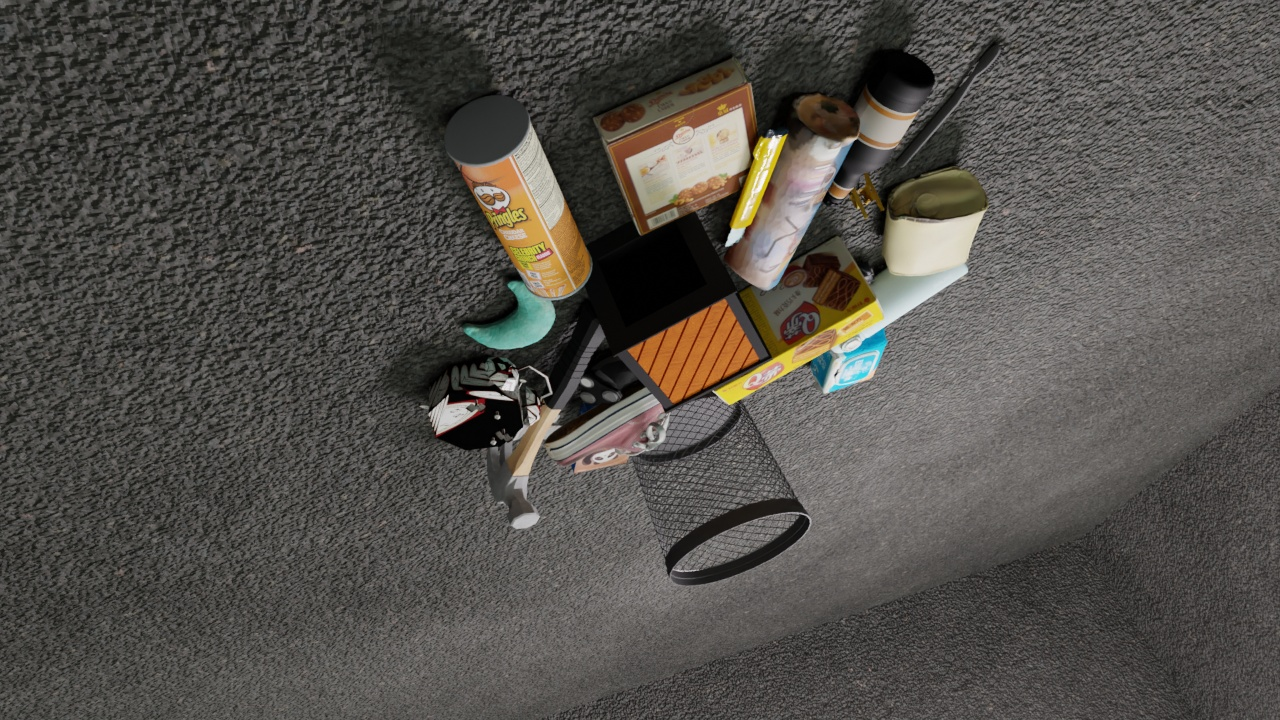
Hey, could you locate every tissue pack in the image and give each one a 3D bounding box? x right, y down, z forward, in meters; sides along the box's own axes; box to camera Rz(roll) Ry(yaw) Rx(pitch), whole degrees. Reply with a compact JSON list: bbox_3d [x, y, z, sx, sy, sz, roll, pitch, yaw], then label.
[{"bbox_3d":[0.308,-0.008,1.366,0.093,0.061,0.145,-18,149,-8],"label":"tissue pack"}]

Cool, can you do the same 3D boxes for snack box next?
[{"bbox_3d":[-0.051,0.107,1.333,0.087,0.034,0.152,-10,147,-21],"label":"snack box"},{"bbox_3d":[0.180,-0.048,1.166,0.230,0.110,0.061,-30,150,12],"label":"snack box"},{"bbox_3d":[0.042,-0.204,0.891,0.143,0.041,0.147,-24,150,1],"label":"snack box"}]

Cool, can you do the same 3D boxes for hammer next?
[{"bbox_3d":[-0.117,0.062,1.156,0.039,0.131,0.329,2,132,-36],"label":"hammer"}]

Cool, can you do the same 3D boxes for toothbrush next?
[{"bbox_3d":[0.336,-0.275,1.006,0.013,0.013,0.168,-8,148,-39],"label":"toothbrush"}]

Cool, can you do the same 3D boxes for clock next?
[{"bbox_3d":[-0.179,0.054,1.099,0.155,0.065,0.115,-22,135,12],"label":"clock"}]

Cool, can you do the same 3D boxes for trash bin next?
[{"bbox_3d":[0.104,0.181,1.363,0.217,0.227,0.218,-17,150,-11],"label":"trash bin"},{"bbox_3d":[0.039,-0.058,1.023,0.140,0.139,0.172,-28,150,8],"label":"trash bin"}]

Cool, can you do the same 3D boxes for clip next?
[{"bbox_3d":[0.255,-0.189,1.063,0.044,0.054,0.049,-27,-178,-35],"label":"clip"},{"bbox_3d":[-0.132,0.097,1.257,0.058,0.050,0.102,10,139,-25],"label":"clip"}]

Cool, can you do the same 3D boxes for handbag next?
[{"bbox_3d":[0.356,-0.170,1.129,0.111,0.081,0.119,-14,151,0],"label":"handbag"}]

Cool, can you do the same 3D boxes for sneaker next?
[{"bbox_3d":[-0.007,0.082,1.221,0.241,0.088,0.118,-31,-168,-3],"label":"sneaker"}]

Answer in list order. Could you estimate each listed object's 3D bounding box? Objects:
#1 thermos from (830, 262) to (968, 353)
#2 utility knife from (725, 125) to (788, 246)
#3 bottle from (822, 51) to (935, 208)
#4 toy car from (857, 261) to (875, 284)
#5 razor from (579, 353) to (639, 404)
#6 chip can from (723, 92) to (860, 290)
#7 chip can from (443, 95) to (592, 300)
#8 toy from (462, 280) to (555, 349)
[{"bbox_3d":[0.337,-0.088,1.246,0.207,0.077,0.065,-35,136,15],"label":"thermos"},{"bbox_3d":[0.114,-0.172,0.934,0.030,0.017,0.179,-11,148,-17],"label":"utility knife"},{"bbox_3d":[0.238,-0.231,0.963,0.059,0.059,0.182,-8,147,-24],"label":"bottle"},{"bbox_3d":[0.258,-0.094,1.222,0.112,0.034,0.046,-29,150,9],"label":"toy car"},{"bbox_3d":[-0.007,0.007,1.189,0.155,0.060,0.057,-32,143,-25],"label":"razor"},{"bbox_3d":[0.155,-0.172,0.986,0.079,0.079,0.230,-9,147,-23],"label":"chip can"},{"bbox_3d":[-0.107,-0.143,0.854,0.075,0.075,0.215,-23,150,0],"label":"chip can"},{"bbox_3d":[-0.139,-0.049,1.030,0.085,0.033,0.105,23,129,-37],"label":"toy"}]
